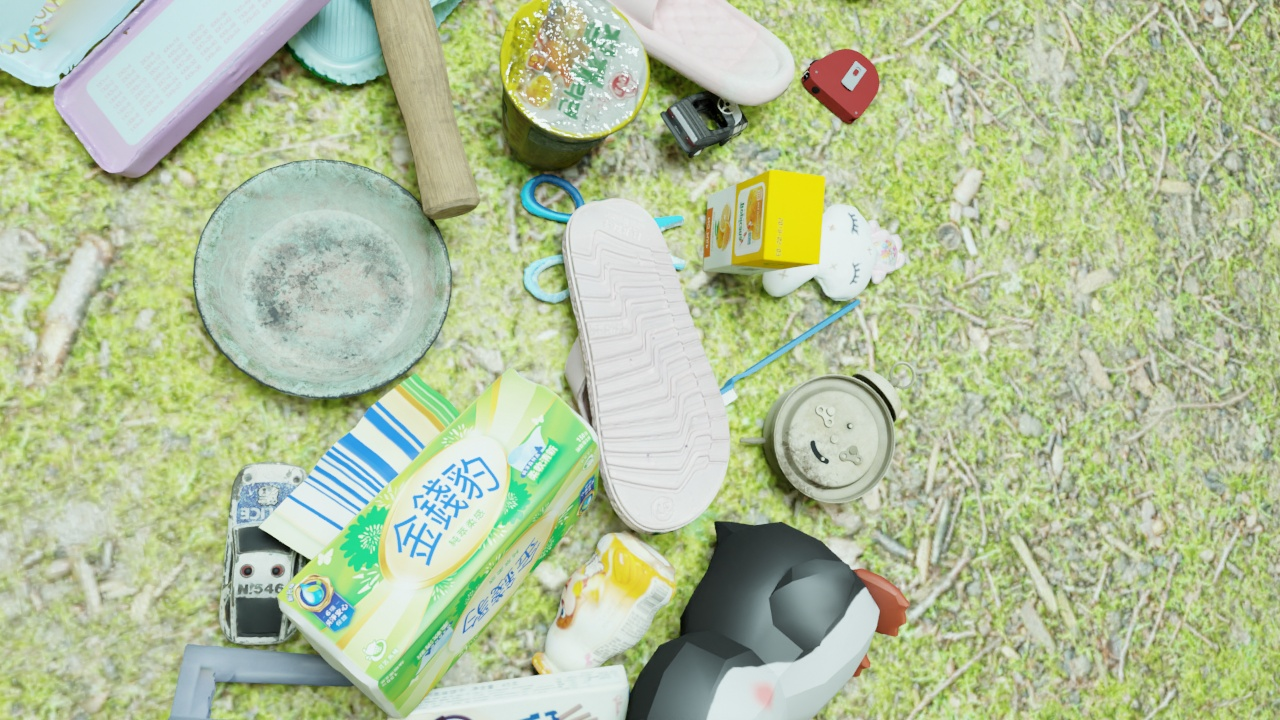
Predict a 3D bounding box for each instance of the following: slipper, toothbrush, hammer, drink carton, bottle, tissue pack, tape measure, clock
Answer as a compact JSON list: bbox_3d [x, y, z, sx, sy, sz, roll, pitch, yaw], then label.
[{"bbox_3d":[0.022,-0.271,0.681,0.221,0.056,0.106,40,55,2],"label":"slipper"},{"bbox_3d":[-0.149,-0.310,0.649,0.116,0.070,0.275,43,72,-3],"label":"slipper"},{"bbox_3d":[0.108,-0.003,0.705,0.166,0.016,0.014,-31,91,-19],"label":"toothbrush"},{"bbox_3d":[-0.163,-0.239,0.591,0.132,0.040,0.305,-15,85,1],"label":"hammer"},{"bbox_3d":[0.084,-0.095,0.658,0.040,0.122,0.058,4,91,-16],"label":"drink carton"},{"bbox_3d":[-0.026,0.169,0.616,0.063,0.063,0.109,39,87,-8],"label":"bottle"},{"bbox_3d":[-0.136,0.091,0.563,0.141,0.120,0.197,34,56,16],"label":"tissue pack"},{"bbox_3d":[-0.004,0.004,0.647,0.094,0.065,0.239,-7,74,-21],"label":"slipper"},{"bbox_3d":[0.167,-0.232,0.754,0.059,0.019,0.051,38,74,-8],"label":"tape measure"},{"bbox_3d":[0.151,0.047,0.690,0.140,0.055,0.093,-37,93,-11],"label":"clock"}]

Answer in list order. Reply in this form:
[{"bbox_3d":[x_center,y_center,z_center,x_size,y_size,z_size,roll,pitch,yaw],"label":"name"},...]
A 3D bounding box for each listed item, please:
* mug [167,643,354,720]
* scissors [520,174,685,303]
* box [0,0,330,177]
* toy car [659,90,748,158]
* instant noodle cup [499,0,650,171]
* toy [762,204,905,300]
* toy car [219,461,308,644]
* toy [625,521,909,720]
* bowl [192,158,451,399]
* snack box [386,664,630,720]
[{"bbox_3d":[-0.226,0.235,0.542,0.104,0.084,0.123,9,61,-16],"label":"mug"},{"bbox_3d":[-0.029,-0.101,0.682,0.140,0.013,0.113,-18,86,-16],"label":"scissors"},{"bbox_3d":[-0.290,-0.227,0.555,0.214,0.062,0.140,-39,120,7],"label":"box"},{"bbox_3d":[0.051,-0.182,0.689,0.040,0.037,0.092,56,39,-1],"label":"toy car"},{"bbox_3d":[-0.054,-0.182,0.634,0.102,0.108,0.102,2,81,-16],"label":"instant noodle cup"},{"bbox_3d":[0.154,-0.085,0.719,0.125,0.037,0.076,1,83,-13],"label":"toy"},{"bbox_3d":[-0.234,0.119,0.572,0.048,0.041,0.112,3,80,-17],"label":"toy car"},{"bbox_3d":[0.055,0.194,0.583,0.140,0.159,0.183,37,49,19],"label":"toy"},{"bbox_3d":[-0.206,-0.051,0.606,0.157,0.039,0.157,2,81,-16],"label":"bowl"},{"bbox_3d":[-0.080,0.243,0.583,0.150,0.026,0.082,-4,106,-11],"label":"snack box"}]
